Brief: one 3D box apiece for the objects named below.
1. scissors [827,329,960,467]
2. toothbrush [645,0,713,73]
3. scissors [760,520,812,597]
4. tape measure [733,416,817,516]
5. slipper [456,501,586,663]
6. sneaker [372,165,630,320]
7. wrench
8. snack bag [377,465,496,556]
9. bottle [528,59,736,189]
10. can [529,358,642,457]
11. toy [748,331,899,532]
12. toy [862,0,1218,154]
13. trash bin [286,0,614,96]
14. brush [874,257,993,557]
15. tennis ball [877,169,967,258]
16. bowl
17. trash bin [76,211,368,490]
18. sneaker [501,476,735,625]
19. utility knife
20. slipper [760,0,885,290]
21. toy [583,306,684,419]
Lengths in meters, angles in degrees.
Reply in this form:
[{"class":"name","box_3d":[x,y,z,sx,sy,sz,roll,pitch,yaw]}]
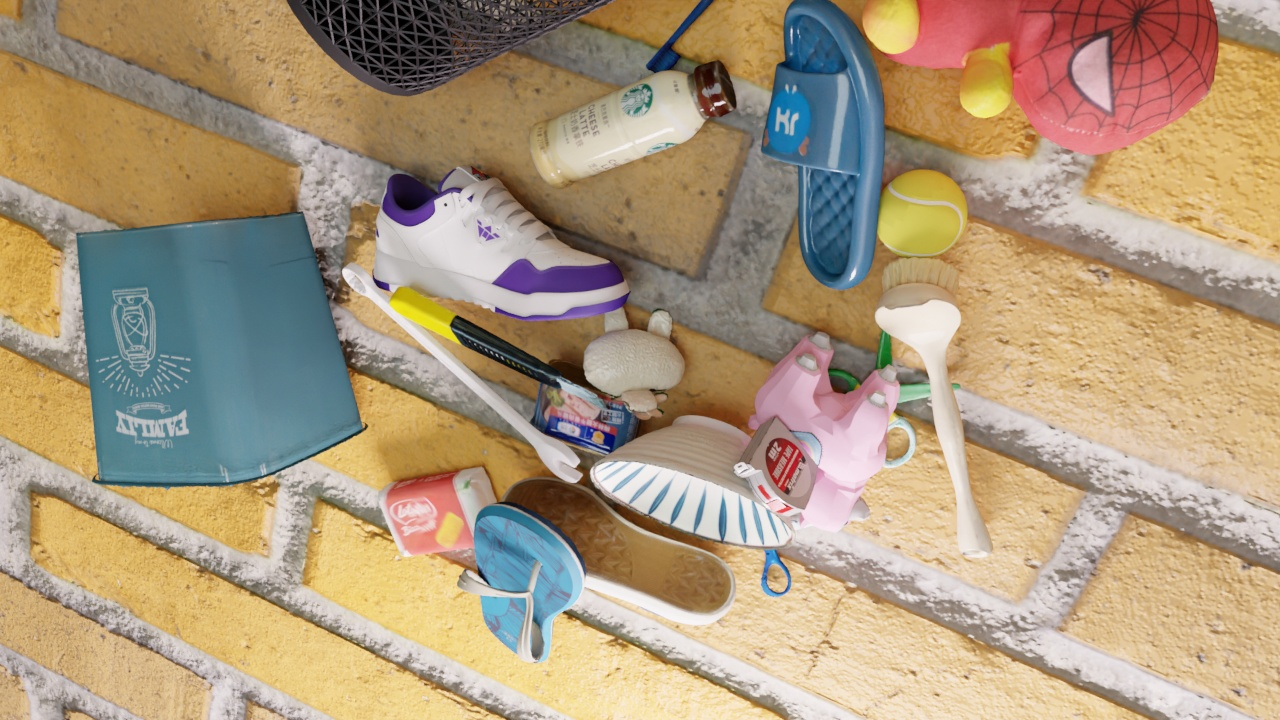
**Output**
[{"class":"scissors","box_3d":[0.198,0.033,0.756,0.126,0.011,0.131,-7,109,22]},{"class":"toothbrush","box_3d":[0.071,-0.285,0.680,0.017,0.016,0.190,42,116,-8]},{"class":"scissors","box_3d":[0.112,0.159,0.831,0.127,0.014,0.133,-13,101,18]},{"class":"tape measure","box_3d":[0.104,0.083,0.699,0.062,0.060,0.020,48,134,-8]},{"class":"slipper","box_3d":[-0.120,0.218,0.836,0.118,0.060,0.296,38,145,16]},{"class":"sneaker","box_3d":[-0.119,-0.105,0.770,0.244,0.091,0.111,10,111,21]},{"class":"wrench","box_3d":[-0.154,0.011,0.799,0.273,0.009,0.047,42,150,-2]},{"class":"snack bag","box_3d":[-0.198,0.152,0.916,0.116,0.036,0.077,-12,106,22]},{"class":"bottle","box_3d":[-0.006,-0.186,0.718,0.162,0.056,0.056,-16,103,23]},{"class":"can","box_3d":[-0.045,0.042,0.816,0.100,0.053,0.059,18,112,11]},{"class":"toy","box_3d":[0.147,0.065,0.745,0.123,0.067,0.158,27,126,12]},{"class":"toy","box_3d":[0.260,-0.217,0.595,0.216,0.098,0.147,28,98,7]},{"class":"trash bin","box_3d":[-0.113,-0.314,0.633,0.244,0.216,0.217,-22,101,30]},{"class":"brush","box_3d":[0.237,0.044,0.713,0.062,0.077,0.272,0,121,41]},{"class":"tennis ball","box_3d":[0.205,-0.107,0.672,0.065,0.065,0.065,6,111,16]},{"class":"bowl","box_3d":[0.052,0.093,0.772,0.177,0.070,0.177,18,157,7]},{"class":"trash bin","box_3d":[-0.388,-0.018,0.840,0.197,0.198,0.219,-2,102,18]},{"class":"sneaker","box_3d":[-0.027,0.188,0.854,0.235,0.087,0.079,22,146,14]},{"class":"utility knife","box_3d":[-0.117,-0.007,0.771,0.203,0.020,0.029,28,156,-2]},{"class":"slipper","box_3d":[0.130,-0.150,0.662,0.059,0.104,0.214,-18,114,-20]},{"class":"toy","box_3d":[-0.005,0.005,0.775,0.087,0.050,0.112,1,68,-14]}]
